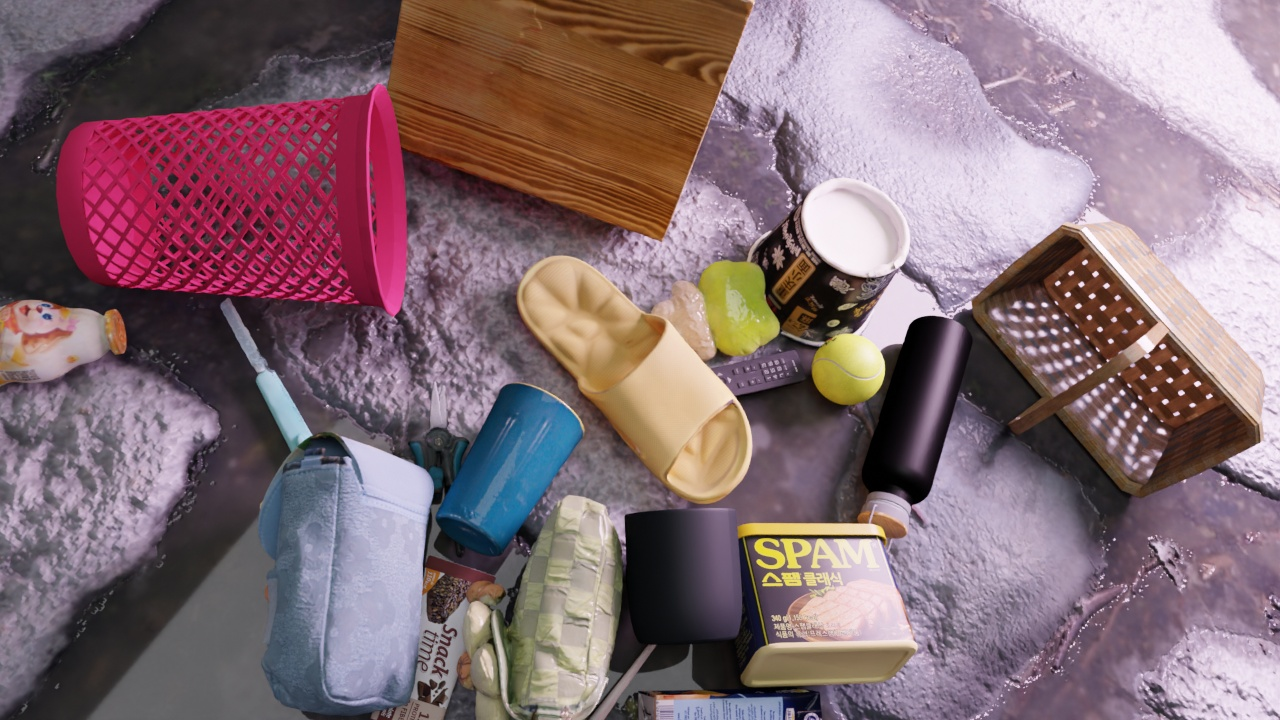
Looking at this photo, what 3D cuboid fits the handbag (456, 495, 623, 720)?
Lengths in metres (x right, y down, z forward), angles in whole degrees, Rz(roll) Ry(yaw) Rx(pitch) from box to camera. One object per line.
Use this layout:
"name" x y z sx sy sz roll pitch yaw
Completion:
"handbag" -0.074 0.190 0.678 0.117 0.113 0.186 9 61 0

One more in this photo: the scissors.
"scissors" -0.169 0.091 0.743 0.128 0.019 0.140 40 64 5

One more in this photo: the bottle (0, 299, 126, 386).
"bottle" -0.456 -0.015 0.700 0.108 0.063 0.063 -9 68 -17

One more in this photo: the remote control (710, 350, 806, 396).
"remote control" 0.085 0.020 0.839 0.136 0.015 0.032 -12 69 -15

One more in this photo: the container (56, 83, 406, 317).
"container" -0.315 -0.125 0.732 0.225 0.183 0.183 -2 66 -6

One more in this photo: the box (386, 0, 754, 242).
"box" -0.046 -0.339 0.872 0.279 0.283 0.314 20 36 -3

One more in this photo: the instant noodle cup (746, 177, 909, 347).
"instant noodle cup" 0.179 -0.098 0.860 0.137 0.112 0.137 5 64 -11

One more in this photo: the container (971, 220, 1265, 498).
"container" 0.431 0.003 0.853 0.185 0.158 0.250 -28 75 -35

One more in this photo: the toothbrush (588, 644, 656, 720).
"toothbrush" -0.018 0.261 0.706 0.018 0.016 0.180 44 63 2

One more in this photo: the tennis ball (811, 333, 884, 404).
"tennis ball" 0.190 0.008 0.841 0.065 0.065 0.065 5 65 -11

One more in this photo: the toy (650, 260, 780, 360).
"toy" 0.068 -0.043 0.845 0.115 0.046 0.092 -16 82 -8

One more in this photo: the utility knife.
"utility knife" -0.300 0.021 0.747 0.022 0.016 0.179 -28 77 -24

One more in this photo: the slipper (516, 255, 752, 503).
"slipper" -0.005 0.005 0.782 0.099 0.078 0.263 -42 78 -14

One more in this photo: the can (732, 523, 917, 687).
"can" 0.136 0.193 0.723 0.135 0.075 0.104 3 47 -13

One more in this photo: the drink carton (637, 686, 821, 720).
"drink carton" 0.067 0.270 0.694 0.130 0.064 0.040 3 74 -12

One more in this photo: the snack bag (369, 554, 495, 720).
"snack bag" -0.160 0.229 0.684 0.057 0.013 0.157 20 67 -6

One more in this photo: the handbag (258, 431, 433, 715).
"handbag" -0.217 0.152 0.657 0.119 0.121 0.191 -9 69 21

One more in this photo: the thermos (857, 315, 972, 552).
"thermos" 0.243 0.067 0.829 0.061 0.061 0.230 26 63 -1

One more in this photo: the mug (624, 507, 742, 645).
"mug" 0.023 0.165 0.701 0.085 0.122 0.094 5 75 -31

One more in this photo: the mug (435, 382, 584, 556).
"mug" -0.106 0.088 0.724 0.078 0.078 0.121 29 60 0
